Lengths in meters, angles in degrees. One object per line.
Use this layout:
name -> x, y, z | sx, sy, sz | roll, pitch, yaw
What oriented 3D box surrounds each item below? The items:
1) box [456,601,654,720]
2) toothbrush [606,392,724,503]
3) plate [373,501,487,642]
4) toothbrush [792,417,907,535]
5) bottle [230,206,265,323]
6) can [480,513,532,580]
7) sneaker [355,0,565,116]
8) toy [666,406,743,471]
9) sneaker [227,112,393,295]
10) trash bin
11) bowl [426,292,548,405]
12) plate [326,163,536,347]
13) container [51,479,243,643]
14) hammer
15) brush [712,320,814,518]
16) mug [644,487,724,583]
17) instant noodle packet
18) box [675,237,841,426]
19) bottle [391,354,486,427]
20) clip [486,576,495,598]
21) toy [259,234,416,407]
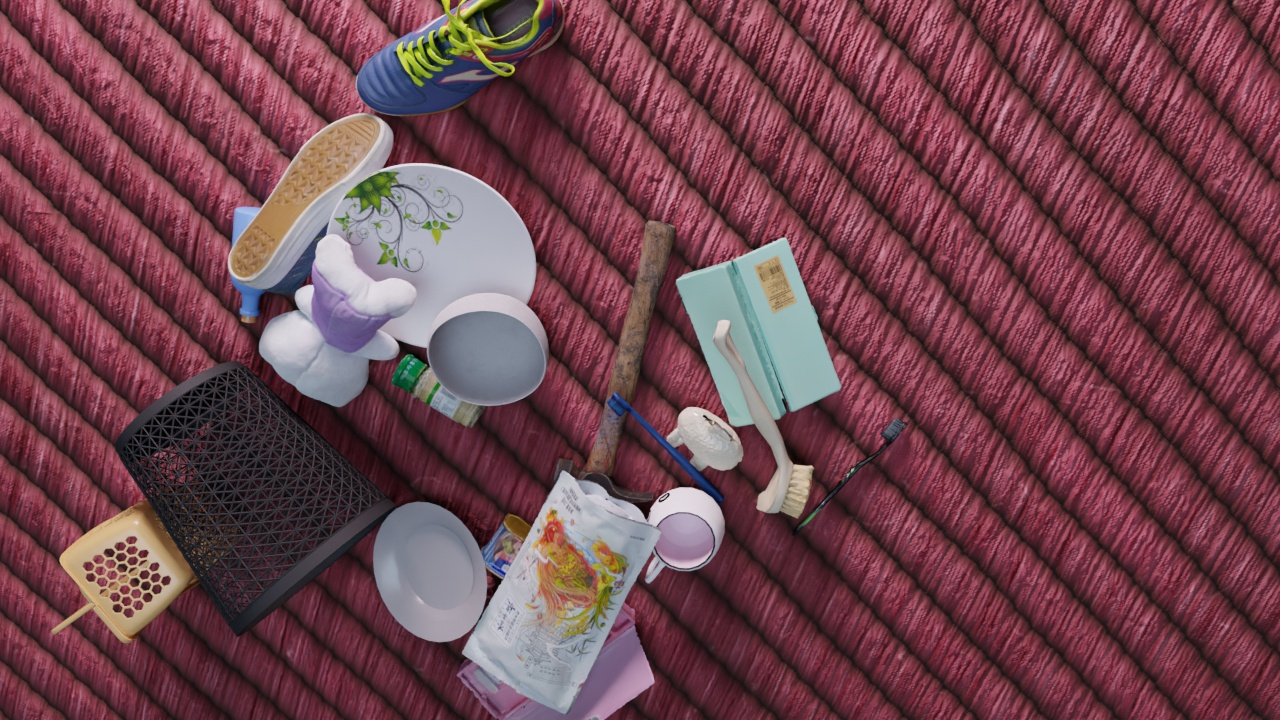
box -> -0.100, 0.383, 1.131 | 0.233, 0.075, 0.172 | -39, 70, 14
toothbrush -> 0.030, 0.103, 1.050 | 0.017, 0.016, 0.190 | -42, 110, 9
plate -> -0.253, 0.256, 1.120 | 0.173, 0.019, 0.173 | 3, 97, 26
toothbrush -> 0.237, 0.136, 1.059 | 0.017, 0.014, 0.188 | 43, 105, 8
bottle -> -0.445, -0.107, 1.054 | 0.048, 0.048, 0.131 | 12, 105, 3
can -> -0.137, 0.237, 1.106 | 0.100, 0.054, 0.059 | 35, 103, -4
sneaker -> -0.197, -0.328, 0.948 | 0.242, 0.091, 0.116 | -22, 103, 12
toy -> 0.079, 0.088, 1.041 | 0.087, 0.050, 0.113 | 44, 139, -1
sneaker -> -0.354, -0.170, 1.020 | 0.087, 0.079, 0.235 | 40, 90, 27
trash bin -> -0.443, 0.145, 1.045 | 0.217, 0.216, 0.243 | -40, 90, 14
bowl -> -0.168, -0.019, 1.028 | 0.132, 0.064, 0.132 | 0, 126, -1
plate -> -0.230, -0.116, 1.022 | 0.229, 0.030, 0.230 | 0, 124, 0
container -> -0.593, 0.240, 1.090 | 0.167, 0.183, 0.129 | -35, 98, 6
hammer -> -0.006, 0.006, 1.046 | 0.120, 0.033, 0.331 | 14, 105, -2
brush -> 0.130, 0.068, 0.992 | 0.077, 0.062, 0.272 | -17, 122, 11
mug -> 0.043, 0.206, 1.065 | 0.090, 0.076, 0.124 | 35, 105, -3
instant noodle packet -> -0.093, 0.271, 1.053 | 0.147, 0.057, 0.269 | 30, 103, 9
box -> 0.132, -0.027, 1.015 | 0.138, 0.056, 0.187 | -20, 102, 17
bottle -> -0.234, 0.036, 1.072 | 0.110, 0.042, 0.043 | 32, 105, -4
clip -> -0.211, 0.284, 1.143 | 0.059, 0.023, 0.041 | 22, 110, 6
toy -> -0.339, -0.030, 1.017 | 0.137, 0.085, 0.210 | 34, 128, -13
